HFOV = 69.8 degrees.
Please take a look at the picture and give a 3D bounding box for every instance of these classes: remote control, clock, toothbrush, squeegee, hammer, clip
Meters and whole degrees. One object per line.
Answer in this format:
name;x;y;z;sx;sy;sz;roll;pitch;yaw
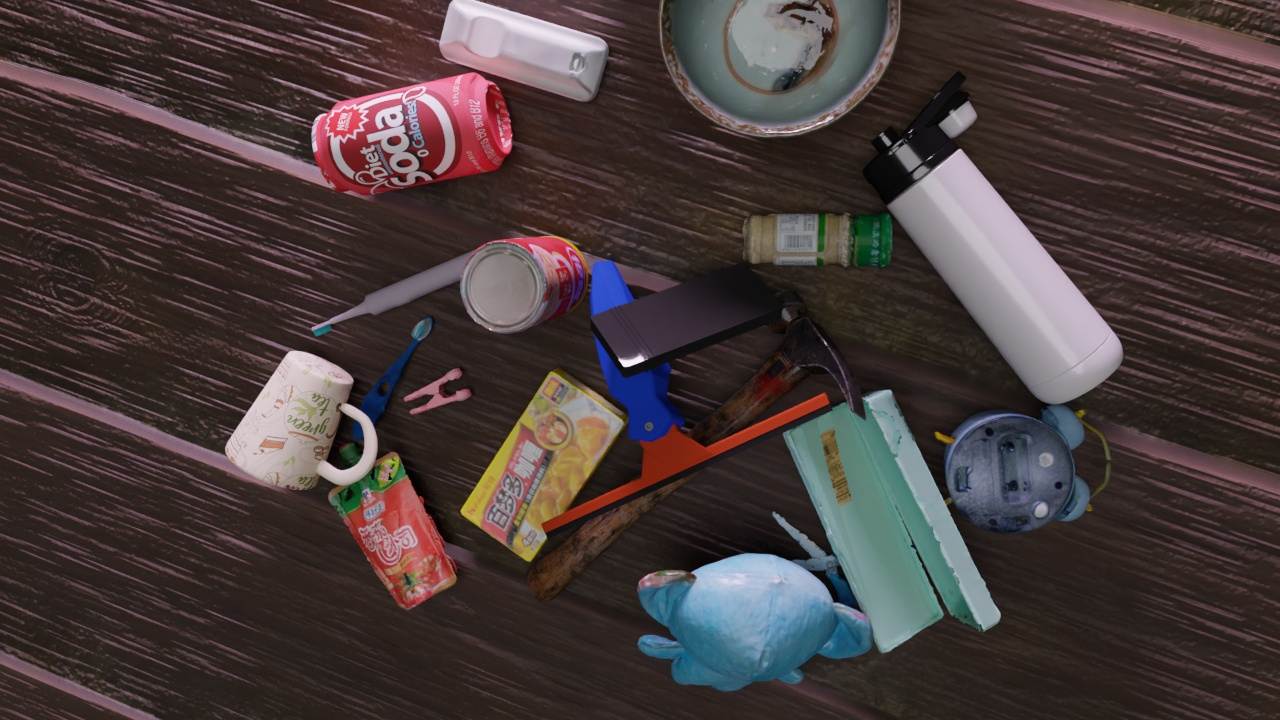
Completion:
remote control;-0.093;-0.245;0.721;0.133;0.022;0.050;19;102;7
clock;0.286;0.079;0.685;0.124;0.051;0.089;-7;96;11
toothbrush;-0.215;0.017;0.790;0.021;0.016;0.132;36;103;6
squeegee;-0.004;0.004;0.705;0.250;0.055;0.184;-27;67;21
hammer;0.027;0.094;0.727;0.331;0.033;0.120;-44;49;19
toothbrush;-0.198;-0.058;0.774;0.188;0.018;0.019;-20;93;13
remote control;0.035;-0.031;0.676;0.133;0.013;0.058;-20;52;-18
clip;-0.170;0.032;0.783;0.060;0.023;0.043;-43;87;9

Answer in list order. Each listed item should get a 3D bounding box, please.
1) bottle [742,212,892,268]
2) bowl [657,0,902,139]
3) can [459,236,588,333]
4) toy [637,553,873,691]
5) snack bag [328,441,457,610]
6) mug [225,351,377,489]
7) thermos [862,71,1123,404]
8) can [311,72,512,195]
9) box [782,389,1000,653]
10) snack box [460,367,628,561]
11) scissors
bottle;0.133;-0.090;0.692;0.110;0.042;0.043;2;99;12
bowl;0.099;-0.234;0.648;0.160;0.093;0.160;2;100;11
can;-0.085;-0.060;0.697;0.067;0.124;0.067;2;99;11
toy;0.078;0.205;0.719;0.183;0.114;0.181;12;143;-7
snack bag;-0.221;0.140;0.805;0.087;0.044;0.155;-31;86;22
mug;-0.276;0.058;0.778;0.122;0.081;0.097;30;96;14
thermos;0.260;-0.086;0.659;0.101;0.068;0.230;-39;89;1
can;-0.178;-0.176;0.721;0.143;0.074;0.074;-8;97;12
box;0.178;0.124;0.689;0.091;0.077;0.188;-25;88;0
snack box;-0.081;0.088;0.771;0.075;0.025;0.152;35;103;4
scissors;0.160;0.158;0.742;0.130;0.014;0.117;41;101;9
